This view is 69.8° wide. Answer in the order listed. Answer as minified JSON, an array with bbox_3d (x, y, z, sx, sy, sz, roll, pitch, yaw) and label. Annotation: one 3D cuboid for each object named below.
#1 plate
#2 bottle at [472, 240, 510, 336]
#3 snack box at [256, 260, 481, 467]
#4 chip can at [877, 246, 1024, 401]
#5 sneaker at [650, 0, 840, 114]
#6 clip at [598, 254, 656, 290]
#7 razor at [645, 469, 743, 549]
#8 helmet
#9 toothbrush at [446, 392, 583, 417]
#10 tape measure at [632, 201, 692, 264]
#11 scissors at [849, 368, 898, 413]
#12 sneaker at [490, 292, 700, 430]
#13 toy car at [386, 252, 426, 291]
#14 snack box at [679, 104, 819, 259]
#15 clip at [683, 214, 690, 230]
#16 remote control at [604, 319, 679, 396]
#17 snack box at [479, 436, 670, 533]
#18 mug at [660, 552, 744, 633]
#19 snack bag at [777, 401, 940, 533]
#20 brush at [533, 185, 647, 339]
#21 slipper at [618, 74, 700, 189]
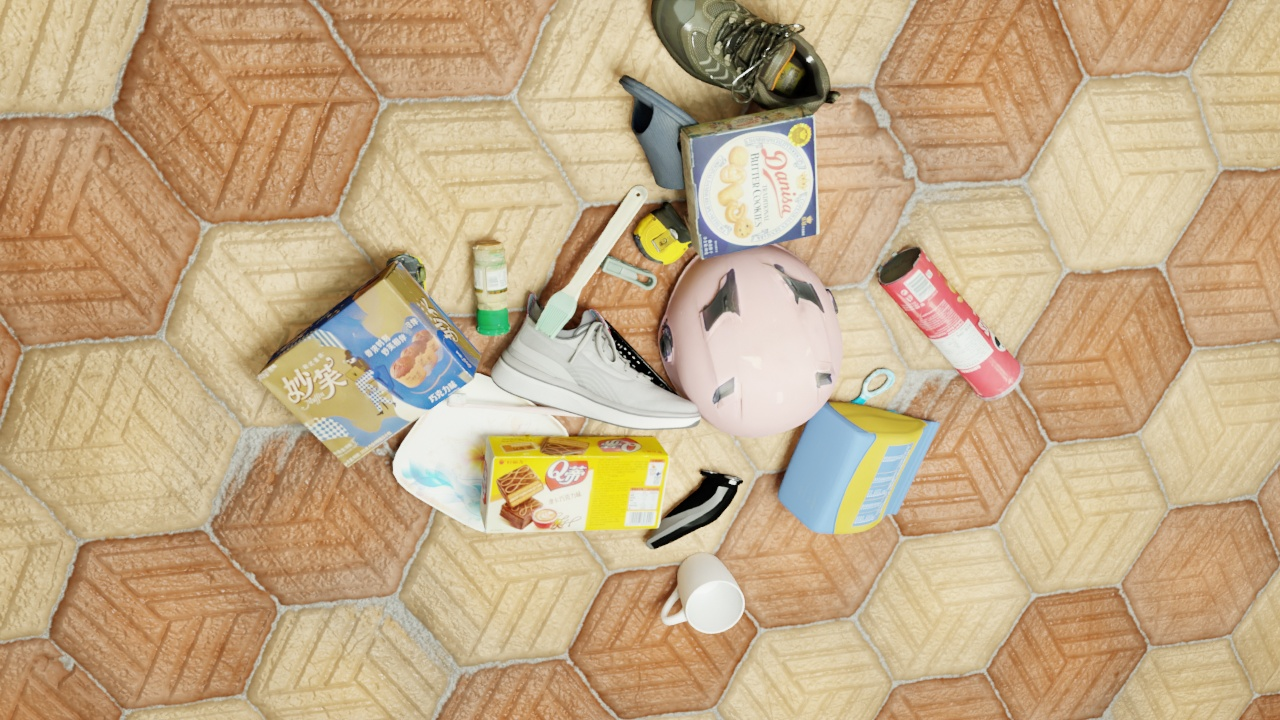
[{"bbox_3d":[-0.204,0.119,1.182,0.187,0.016,0.187,34,99,-18],"label":"plate"},{"bbox_3d":[-0.181,-0.087,1.107,0.043,0.043,0.111,-3,108,-9],"label":"bottle"},{"bbox_3d":[-0.316,0.006,1.079,0.203,0.069,0.155,-34,110,14],"label":"snack box"},{"bbox_3d":[0.407,-0.048,1.207,0.073,0.073,0.233,-45,109,6],"label":"chip can"},{"bbox_3d":[0.121,-0.339,1.023,0.238,0.143,0.101,27,102,-17],"label":"sneaker"},{"bbox_3d":[-0.018,-0.112,1.142,0.078,0.049,0.023,18,106,-32],"label":"clip"},{"bbox_3d":[0.071,0.206,1.244,0.060,0.057,0.156,44,97,12],"label":"razor"},{"bbox_3d":[0.142,-0.021,1.134,0.230,0.152,0.255,-7,103,-4],"label":"helmet"},{"bbox_3d":[-0.151,0.057,1.154,0.181,0.015,0.018,6,100,-12],"label":"toothbrush"},{"bbox_3d":[0.027,-0.150,1.124,0.064,0.037,0.065,-35,110,2],"label":"tape measure"},{"bbox_3d":[0.298,0.076,1.261,0.140,0.013,0.114,-32,114,0],"label":"scissors"},{"bbox_3d":[-0.044,0.009,1.125,0.263,0.096,0.129,18,94,5],"label":"sneaker"},{"bbox_3d":[-0.278,-0.078,1.096,0.049,0.030,0.107,1,116,-3],"label":"toy car"},{"bbox_3d":[0.124,-0.199,1.028,0.145,0.042,0.144,-13,122,-5],"label":"snack box"},{"bbox_3d":[0.071,-0.162,1.125,0.039,0.024,0.060,-15,144,-3],"label":"clip"},{"bbox_3d":[-0.007,0.007,1.167,0.140,0.009,0.030,46,120,-9],"label":"remote control"},{"bbox_3d":[-0.084,0.157,1.175,0.230,0.061,0.110,2,111,-18],"label":"snack box"},{"bbox_3d":[0.077,0.323,1.261,0.114,0.087,0.081,-26,110,-1],"label":"mug"},{"bbox_3d":[0.307,0.145,1.241,0.205,0.102,0.159,5,114,-34],"label":"snack bag"},{"bbox_3d":[-0.056,-0.121,1.103,0.033,0.012,0.217,32,83,14],"label":"brush"},{"bbox_3d":[0.063,-0.223,1.075,0.263,0.101,0.082,37,97,-22],"label":"slipper"}]
